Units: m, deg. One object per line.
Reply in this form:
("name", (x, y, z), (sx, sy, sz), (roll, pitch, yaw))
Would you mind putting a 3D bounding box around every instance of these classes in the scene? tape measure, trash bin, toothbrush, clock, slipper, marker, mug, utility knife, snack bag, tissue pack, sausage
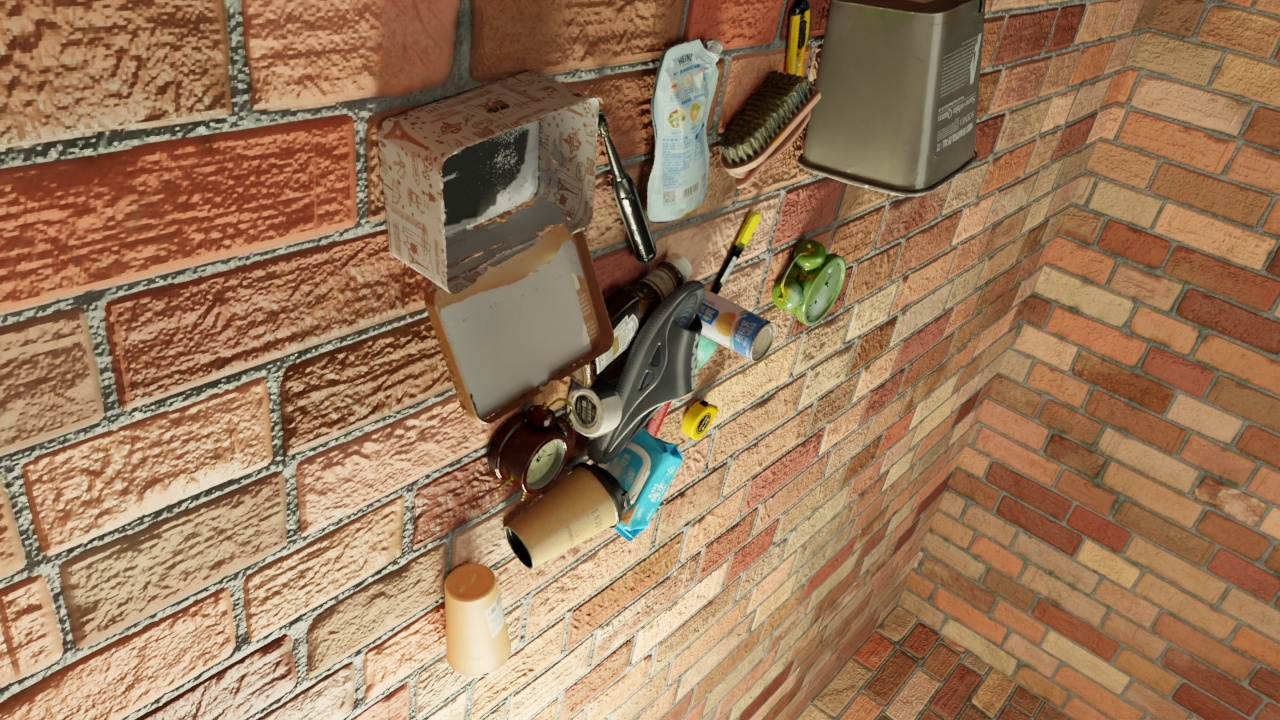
("tape measure", (-0.055, 0.055, 1.071), (0.033, 0.066, 0.066), (-16, 129, -46))
("trash bin", (0.330, -0.355, 1.171), (0.198, 0.199, 0.220), (-34, 136, -38))
("toothbrush", (-0.016, -0.177, 0.957), (0.026, 0.027, 0.213), (-17, 145, 4))
("clock", (-0.117, 0.093, 1.022), (0.122, 0.055, 0.082), (-57, 151, -7))
("slipper", (0.026, 0.027, 1.109), (0.269, 0.083, 0.110), (-62, 165, 22))
("marker", (0.125, -0.142, 1.223), (0.018, 0.015, 0.124), (8, 112, -58))
("mug", (-0.195, 0.302, 1.079), (0.078, 0.078, 0.123), (-32, 137, -39))
("utility knife", (0.190, -0.365, 1.114), (0.033, 0.015, 0.155), (-38, 145, -29))
("snack bag", (0.046, -0.247, 0.980), (0.110, 0.039, 0.191), (-29, 138, -34))
("clock", (0.254, -0.120, 1.396), (0.116, 0.056, 0.161), (-62, 151, 3))
("tissue pack", (-0.012, 0.155, 1.203), (0.140, 0.090, 0.063), (-62, 151, 4))
("sausage", (0.037, 0.049, 1.248), (0.020, 0.020, 0.156), (-7, 126, -55))
("tape measure", (0.083, 0.086, 1.350), (0.060, 0.029, 0.057), (-60, 152, 2))

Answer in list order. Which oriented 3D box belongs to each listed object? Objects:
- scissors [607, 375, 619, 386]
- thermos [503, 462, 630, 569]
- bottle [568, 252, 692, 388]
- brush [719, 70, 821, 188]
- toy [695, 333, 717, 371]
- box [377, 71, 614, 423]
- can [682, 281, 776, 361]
("scissors", (-0.005, 0.008, 1.162), (0.175, 0.012, 0.163), (-15, 130, -50))
("thermos", (-0.091, 0.191, 1.124), (0.143, 0.093, 0.093), (-31, 141, -29))
("bottle", (-0.012, -0.054, 1.060), (0.194, 0.044, 0.080), (-45, 155, -26))
("brush", (0.150, -0.272, 1.088), (0.145, 0.063, 0.073), (-50, 139, -14))
("toy", (0.086, -0.037, 1.242), (0.096, 0.030, 0.092), (-59, 153, -6))
("box", (-0.114, -0.096, 0.798), (0.177, 0.107, 0.272), (-33, 130, -38))
("can", (0.099, -0.050, 1.140), (0.053, 0.135, 0.053), (-37, 143, -35))
